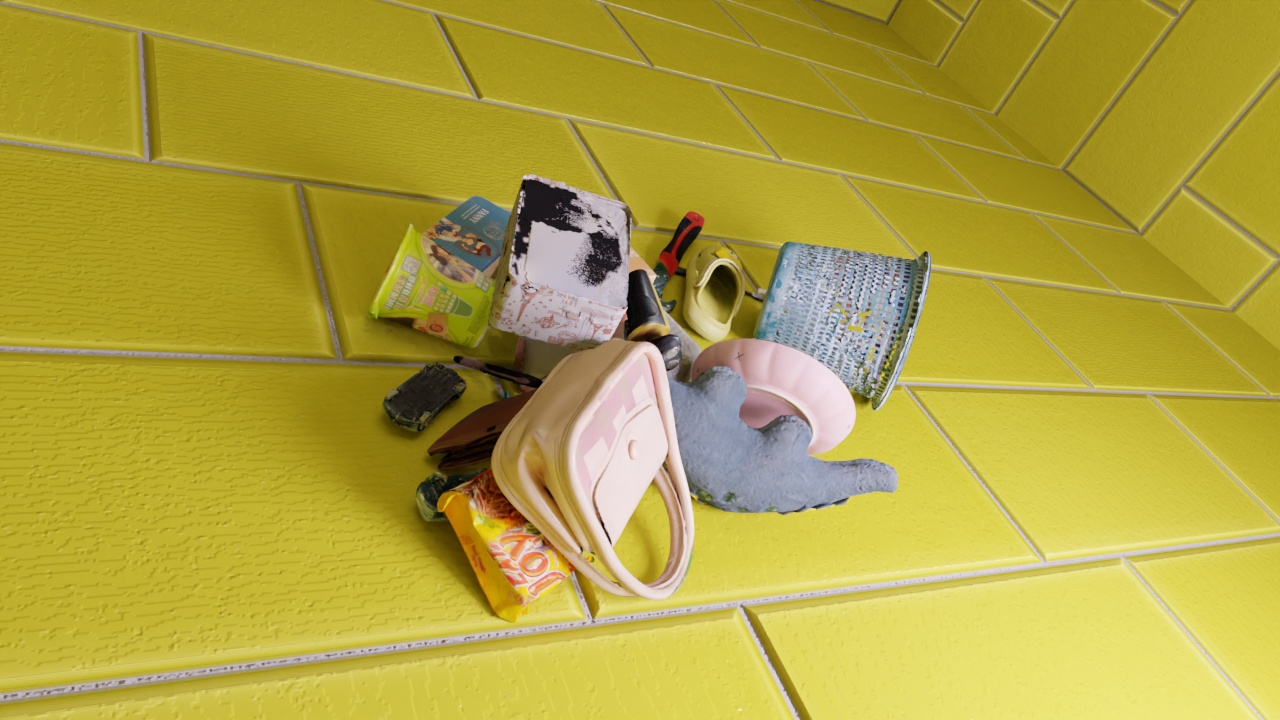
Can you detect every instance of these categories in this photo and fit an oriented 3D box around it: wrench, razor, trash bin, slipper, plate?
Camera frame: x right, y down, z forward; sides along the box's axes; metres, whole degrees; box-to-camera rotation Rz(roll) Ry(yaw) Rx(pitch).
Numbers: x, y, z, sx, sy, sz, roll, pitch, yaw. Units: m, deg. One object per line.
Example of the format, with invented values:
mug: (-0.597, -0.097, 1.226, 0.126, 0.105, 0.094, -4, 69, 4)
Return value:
wrench: (0.052, -0.155, 1.360, 0.056, 0.016, 0.272, 27, 40, -3)
razor: (0.009, -0.047, 1.032, 0.067, 0.062, 0.167, 38, 23, -33)
trash bin: (0.267, -0.067, 1.265, 0.195, 0.227, 0.225, 18, 33, 7)
slipper: (0.114, -0.103, 1.290, 0.091, 0.082, 0.190, 38, 36, -17)
plate: (0.142, 0.053, 1.031, 0.192, 0.193, 0.038, 27, 56, -1)

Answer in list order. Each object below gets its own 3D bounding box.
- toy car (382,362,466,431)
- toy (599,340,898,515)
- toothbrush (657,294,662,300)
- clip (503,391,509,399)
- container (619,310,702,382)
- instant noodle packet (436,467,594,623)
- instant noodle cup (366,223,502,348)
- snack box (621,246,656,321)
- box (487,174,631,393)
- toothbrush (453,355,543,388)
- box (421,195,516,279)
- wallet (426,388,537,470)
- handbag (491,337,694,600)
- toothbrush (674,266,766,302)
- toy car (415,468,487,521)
toy car: (-0.218, 0.038, 0.926, 0.049, 0.031, 0.105, 32, 33, 7)
toy: (0.096, 0.091, 0.975, 0.356, 0.138, 0.091, 28, 24, -11)
toothbrush: (-0.058, -0.115, 1.242, 0.189, 0.016, 0.014, 18, 42, -6)
clip: (-0.134, 0.055, 0.980, 0.040, 0.014, 0.056, 14, 37, -18)
container: (-0.006, 0.006, 1.067, 0.114, 0.090, 0.090, -17, 54, -42)
instant noodle packet: (-0.109, 0.153, 0.816, 0.110, 0.044, 0.128, -27, 85, -47)
instant noodle cup: (-0.222, -0.073, 1.012, 0.123, 0.112, 0.111, 26, 33, -16)
snack box: (-0.051, -0.092, 1.156, 0.092, 0.095, 0.077, -9, 49, -42)
box: (-0.090, -0.071, 1.015, 0.152, 0.178, 0.182, 17, 45, -16)
toothbrush: (-0.127, 0.018, 0.965, 0.189, 0.014, 0.016, 15, 8, 32)
box: (-0.210, -0.140, 1.140, 0.090, 0.061, 0.183, 28, 36, -1)
wallet: (-0.133, 0.059, 0.888, 0.032, 0.125, 0.101, 62, 33, -15)
handbag: (-0.017, 0.115, 0.847, 0.234, 0.094, 0.192, 63, 36, -20)
toothbrush: (0.113, -0.120, 1.377, 0.181, 0.018, 0.015, 15, 43, -15)
toy car: (-0.164, 0.127, 0.846, 0.090, 0.034, 0.043, -2, 42, -46)
